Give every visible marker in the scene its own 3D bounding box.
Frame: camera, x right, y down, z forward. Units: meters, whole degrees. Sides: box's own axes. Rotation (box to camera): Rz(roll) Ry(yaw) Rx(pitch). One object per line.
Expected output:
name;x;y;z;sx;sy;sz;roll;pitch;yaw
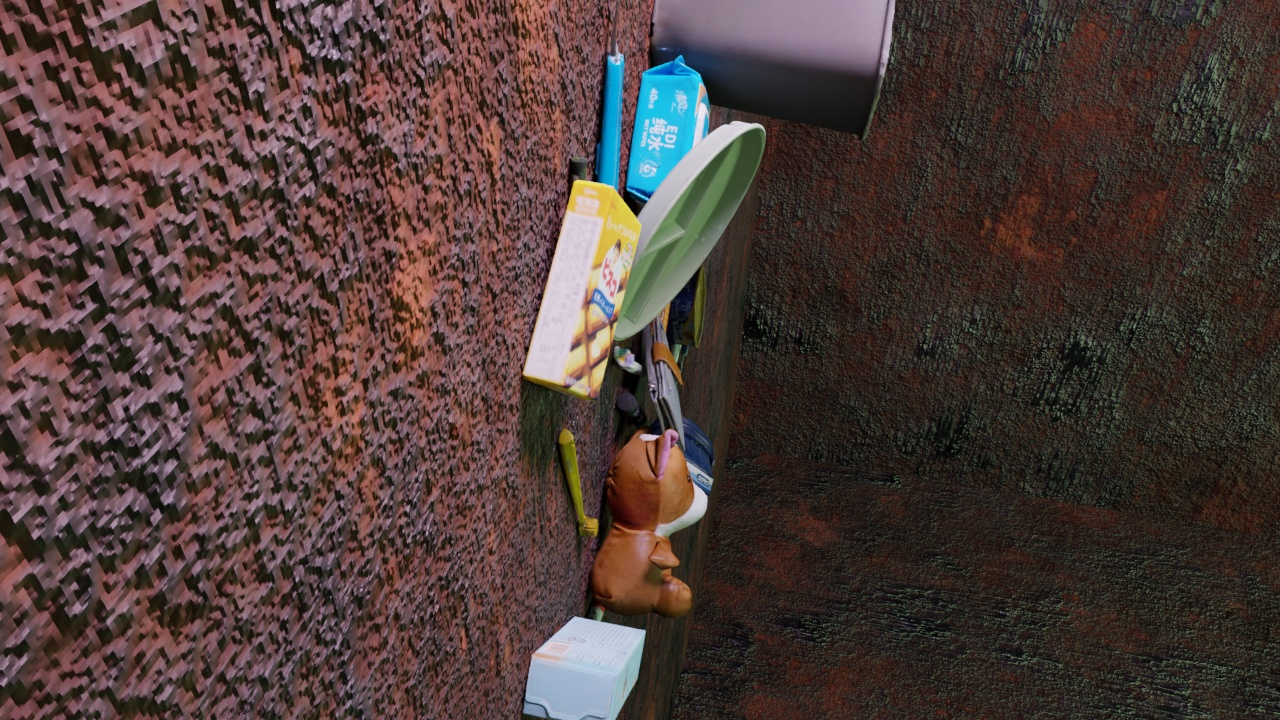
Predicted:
marker;0.051;-0.020;1.340;0.017;0.017;0.145;87;15;-53
marker;-0.055;0.290;0.968;0.145;0.017;0.017;-63;160;-63
marker;-0.008;0.058;1.027;0.132;0.022;0.020;62;45;-74

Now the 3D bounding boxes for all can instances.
can;0.057;-0.072;1.216;0.148;0.049;0.074;82;19;-62

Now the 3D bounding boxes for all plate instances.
plate;0.035;-0.117;0.826;0.230;0.027;0.230;-51;170;-13

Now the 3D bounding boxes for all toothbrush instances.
toothbrush;-0.006;0.006;0.997;0.020;0.029;0.189;-38;172;2
toothbrush;-0.053;0.113;0.804;0.190;0.016;0.015;86;15;-56
toothbrush;-0.047;-0.063;0.687;0.017;0.012;0.186;-78;173;-58

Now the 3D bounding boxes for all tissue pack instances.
tissue pack;0.029;-0.203;0.864;0.090;0.063;0.140;19;80;-80

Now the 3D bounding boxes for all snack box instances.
snack box;-0.046;0.278;0.826;0.175;0.074;0.051;26;74;-81
snack box;-0.038;-0.045;0.643;0.087;0.034;0.140;36;65;-74

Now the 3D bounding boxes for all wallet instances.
wallet;0.029;0.025;1.037;0.129;0.037;0.107;-97;175;-45

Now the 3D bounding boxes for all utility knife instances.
utility knife;-0.023;-0.181;0.702;0.034;0.018;0.186;-104;-162;-72

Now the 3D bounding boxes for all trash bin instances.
trash bin;0.135;-0.339;0.898;0.198;0.220;0.199;23;75;-80

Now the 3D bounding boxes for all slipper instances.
slipper;0.050;0.120;1.176;0.253;0.105;0.095;55;52;-81

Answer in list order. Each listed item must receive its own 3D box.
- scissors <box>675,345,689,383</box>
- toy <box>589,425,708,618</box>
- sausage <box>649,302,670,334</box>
scissors;0.061;0.000;1.360;0.176;0.012;0.162;97;9;-82
toy;0.013;0.168;0.968;0.140;0.130;0.199;171;-80;-66
sausage;0.025;-0.068;1.112;0.021;0.021;0.165;-15;113;-80
